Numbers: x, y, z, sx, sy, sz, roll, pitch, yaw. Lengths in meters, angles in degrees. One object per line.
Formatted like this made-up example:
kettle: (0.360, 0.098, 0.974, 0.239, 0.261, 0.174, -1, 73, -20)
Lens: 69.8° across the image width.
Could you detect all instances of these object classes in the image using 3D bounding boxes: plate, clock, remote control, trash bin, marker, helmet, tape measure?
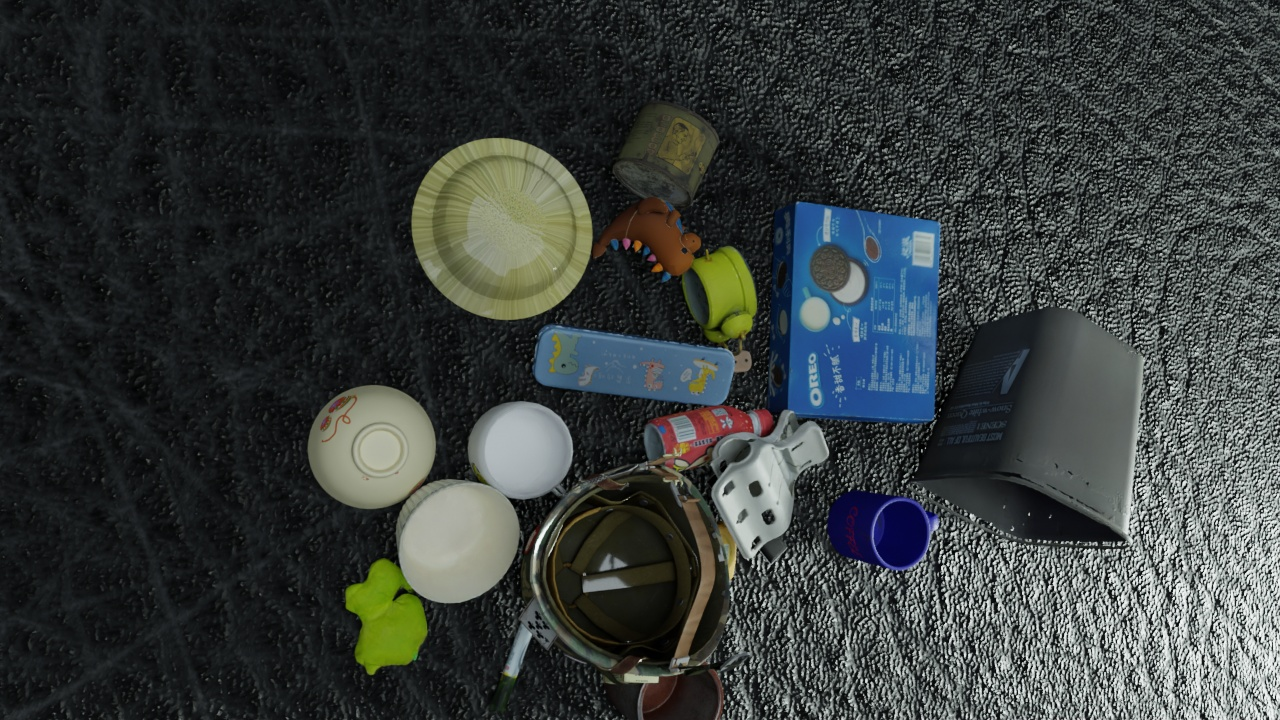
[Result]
plate: (-0.131, -0.134, 0.913, 0.184, 0.036, 0.184, 1, 87, -20)
clock: (0.088, -0.063, 0.973, 0.057, 0.083, 0.119, -19, 91, -16)
remote control: (0.120, 0.172, 1.014, 0.028, 0.012, 0.124, -41, 102, -18)
trash bin: (0.458, 0.077, 1.061, 0.197, 0.198, 0.219, 28, 72, -17)
marker: (-0.117, 0.277, 0.915, 0.017, 0.017, 0.146, 23, 80, -19)
helmet: (-0.005, 0.192, 0.837, 0.224, 0.237, 0.192, 12, 64, -51)
tape measure: (0.072, 0.206, 0.984, 0.058, 0.030, 0.068, 4, 84, -21)

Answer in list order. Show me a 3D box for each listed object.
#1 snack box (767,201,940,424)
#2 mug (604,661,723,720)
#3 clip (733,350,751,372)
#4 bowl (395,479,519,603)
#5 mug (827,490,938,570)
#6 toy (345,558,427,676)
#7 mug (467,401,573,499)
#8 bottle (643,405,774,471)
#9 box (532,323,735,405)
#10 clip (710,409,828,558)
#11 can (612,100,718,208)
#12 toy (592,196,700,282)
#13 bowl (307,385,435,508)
snack box: (0.245, -0.050, 1.048, 0.195, 0.056, 0.238, 4, 87, -21)
mug: (0.018, 0.344, 0.918, 0.096, 0.110, 0.123, 14, 83, -15)
clip: (0.095, 0.002, 1.002, 0.061, 0.049, 0.026, -3, 88, 6)
bowl: (-0.178, 0.161, 0.861, 0.115, 0.062, 0.115, -7, 105, -30)
mug: (0.282, 0.187, 1.037, 0.111, 0.084, 0.079, -7, 90, -21)
toy: (-0.238, 0.241, 0.861, 0.093, 0.036, 0.094, 46, 67, -8)
mug: (-0.111, 0.095, 0.897, 0.094, 0.068, 0.115, -45, 103, -17)
bottle: (0.076, 0.079, 0.974, 0.137, 0.062, 0.062, -10, 91, -20)
box: (-0.005, 0.006, 0.937, 0.209, 0.052, 0.067, 8, 87, -12)
clip: (0.126, 0.116, 0.961, 0.150, 0.089, 0.125, -50, 137, -25)
can: (0.027, -0.213, 0.951, 0.090, 0.090, 0.074, 28, 78, -18)
toy: (0.006, -0.117, 0.952, 0.103, 0.070, 0.090, -32, 72, 2)
bowl: (-0.242, 0.081, 0.843, 0.118, 0.074, 0.118, 1, 87, -21)
